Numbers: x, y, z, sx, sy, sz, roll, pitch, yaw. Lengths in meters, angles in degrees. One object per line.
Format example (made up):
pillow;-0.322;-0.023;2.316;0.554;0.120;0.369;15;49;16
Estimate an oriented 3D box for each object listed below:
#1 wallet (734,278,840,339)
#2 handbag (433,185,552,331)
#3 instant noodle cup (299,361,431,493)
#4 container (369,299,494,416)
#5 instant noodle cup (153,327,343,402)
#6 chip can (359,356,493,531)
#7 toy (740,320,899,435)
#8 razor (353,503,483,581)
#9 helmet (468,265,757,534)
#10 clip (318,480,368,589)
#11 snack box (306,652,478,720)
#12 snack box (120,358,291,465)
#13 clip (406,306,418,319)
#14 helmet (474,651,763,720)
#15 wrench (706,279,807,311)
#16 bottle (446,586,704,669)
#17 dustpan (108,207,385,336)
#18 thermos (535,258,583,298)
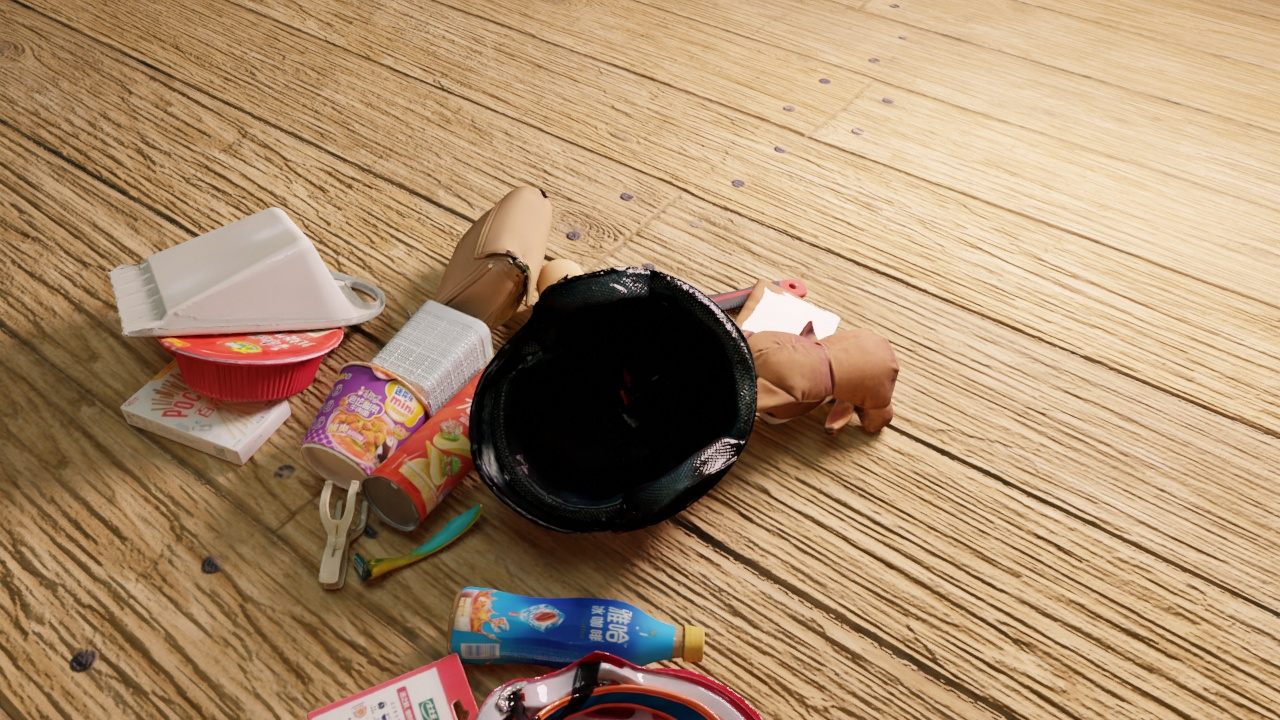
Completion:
wallet;0.177;-0.043;1.115;0.115;0.020;0.101;27;52;8
handbag;-0.171;-0.116;1.109;0.100;0.148;0.204;39;34;-24
instant noodle cup;-0.286;0.073;0.936;0.112;0.112;0.099;18;55;15
container;-0.230;0.009;1.011;0.090;0.090;0.111;22;50;20
instant noodle cup;-0.426;-0.008;1.005;0.194;0.066;0.193;8;20;-3
chip can;-0.188;0.079;0.943;0.073;0.073;0.215;22;45;19
toy;0.178;0.019;0.999;0.199;0.131;0.140;3;38;-30
razor;-0.209;0.174;0.883;0.132;0.028;0.043;-25;12;-24
helmet;-0.020;0.046;0.886;0.275;0.230;0.233;-26;79;4
clip;-0.289;0.156;0.873;0.035;0.092;0.103;2;33;0
snack box;-0.187;0.312;0.730;0.127;0.044;0.113;-18;47;-18
snack box;-0.472;0.055;0.998;0.157;0.027;0.084;17;46;14
clip;-0.268;-0.044;1.109;0.038;0.026;0.058;-23;49;-14
helmet;-0.024;0.331;0.652;0.239;0.144;0.206;-4;46;-27
wrench;0.091;-0.067;1.140;0.272;0.016;0.056;-15;50;-24
bottle;-0.054;0.237;0.797;0.219;0.065;0.065;4;44;2
dustpan;-0.442;-0.072;1.064;0.257;0.143;0.223;-31;36;-18
thermos;-0.081;-0.063;1.091;0.093;0.093;0.143;-11;37;-13
